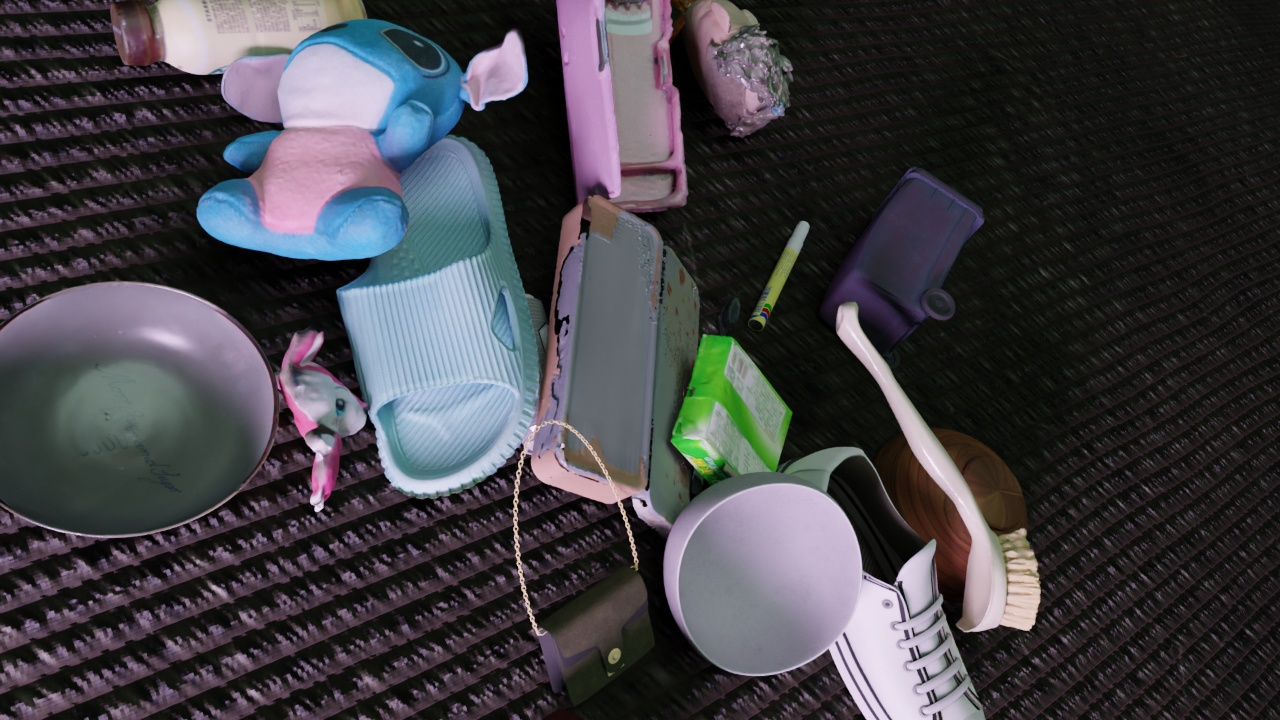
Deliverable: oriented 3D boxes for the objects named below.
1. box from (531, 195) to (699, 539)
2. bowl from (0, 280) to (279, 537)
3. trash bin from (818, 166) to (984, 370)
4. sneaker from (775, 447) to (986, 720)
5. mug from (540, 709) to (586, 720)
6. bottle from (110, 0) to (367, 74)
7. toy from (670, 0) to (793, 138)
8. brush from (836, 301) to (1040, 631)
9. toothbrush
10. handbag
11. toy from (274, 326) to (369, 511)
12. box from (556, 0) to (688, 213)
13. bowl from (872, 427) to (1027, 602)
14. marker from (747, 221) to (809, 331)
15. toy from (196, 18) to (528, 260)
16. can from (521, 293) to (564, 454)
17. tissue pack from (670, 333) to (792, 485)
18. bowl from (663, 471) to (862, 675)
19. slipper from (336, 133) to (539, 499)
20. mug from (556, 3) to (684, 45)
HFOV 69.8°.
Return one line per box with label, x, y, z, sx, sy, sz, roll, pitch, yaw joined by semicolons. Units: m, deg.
box;-0.004;0.004;0.650;0.157;0.063;0.216;42;43;-47
bowl;-0.284;0.033;0.508;0.150;0.057;0.150;12;61;-23
trash bin;0.236;-0.086;0.819;0.092;0.094;0.160;35;56;3
sneaker;0.187;0.170;0.661;0.091;0.097;0.245;-16;74;-33
mug;-0.044;0.256;0.520;0.114;0.087;0.088;-39;67;-6
bottle;-0.278;-0.232;0.644;0.161;0.057;0.056;-16;74;-32
toy;0.078;-0.280;0.830;0.076;0.133;0.176;-34;66;-5
brush;0.216;0.077;0.681;0.077;0.062;0.272;-26;86;-12
toothbrush;0.059;0.022;0.710;0.014;0.017;0.187;25;52;-14
handbag;-0.036;0.118;0.552;0.083;0.027;0.178;-27;117;-35
toy;-0.189;0.037;0.551;0.050;0.066;0.102;-7;68;-29
box;-0.010;-0.232;0.692;0.099;0.115;0.232;-4;92;-13
bowl;0.265;0.116;0.746;0.147;0.069;0.147;12;61;-22
marker;0.123;-0.076;0.802;0.014;0.014;0.132;35;55;-8
toy;-0.176;-0.144;0.587;0.224;0.099;0.191;1;57;17
can;-0.076;0.009;0.637;0.044;0.044;0.106;-8;70;-30
tissue pack;0.070;0.050;0.675;0.114;0.034;0.099;50;46;-37
bowl;0.078;0.139;0.624;0.131;0.064;0.132;-1;96;-13
slipper;-0.134;-0.048;0.603;0.116;0.069;0.275;-11;65;-1
mug;-0.021;-0.278;0.785;0.081;0.085;0.110;37;56;-9
